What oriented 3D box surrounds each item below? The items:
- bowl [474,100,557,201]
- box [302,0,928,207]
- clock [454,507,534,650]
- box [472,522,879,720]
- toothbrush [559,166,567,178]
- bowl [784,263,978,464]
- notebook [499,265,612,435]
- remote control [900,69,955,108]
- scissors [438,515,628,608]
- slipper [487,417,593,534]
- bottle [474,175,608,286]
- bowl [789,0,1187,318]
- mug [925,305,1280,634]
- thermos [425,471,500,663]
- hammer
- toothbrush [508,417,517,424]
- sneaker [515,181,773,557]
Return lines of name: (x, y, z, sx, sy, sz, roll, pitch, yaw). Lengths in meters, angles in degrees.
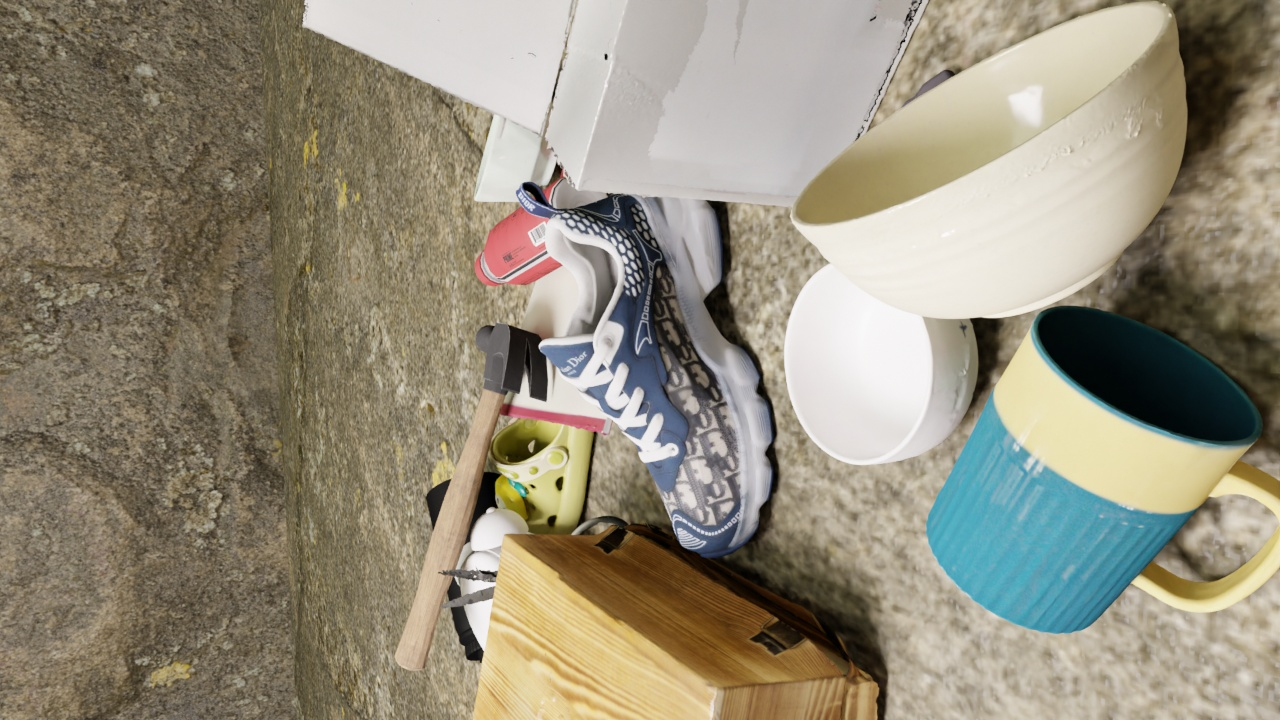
bowl: (-0.105, -0.193, 0.822, 0.117, 0.061, 0.117, -167, 91, -76)
box: (-0.095, -0.202, 0.447, 0.119, 0.478, 0.167, -88, 15, -53)
clock: (-0.101, 0.215, 0.824, 0.161, 0.072, 0.126, 54, 140, 18)
box: (0.011, 0.255, 0.610, 0.279, 0.167, 0.245, 14, 99, 59)
toothbrush: (-0.070, -0.169, 0.822, 0.016, 0.016, 0.190, 62, 143, 37)
bowl: (0.126, 0.000, 0.466, 0.105, 0.054, 0.105, 6, 97, 61)
notebook: (-0.059, -0.020, 0.772, 0.209, 0.012, 0.153, 4, 75, 59)
remote control: (0.157, -0.080, 0.444, 0.047, 0.009, 0.124, -45, 55, 53)
scissors: (-0.073, 0.186, 0.750, 0.154, 0.163, 0.012, 51, 170, -8)
slipper: (-0.094, 0.092, 0.836, 0.091, 0.081, 0.191, 44, 128, 46)
bottle: (-0.095, -0.105, 0.813, 0.177, 0.062, 0.062, -19, 76, 53)
bowl: (0.144, -0.066, 0.364, 0.075, 0.150, 0.151, 54, 154, -15)
mug: (0.183, 0.052, 0.357, 0.113, 0.083, 0.107, 32, 126, 22)
thermos: (-0.161, 0.225, 0.960, 0.086, 0.086, 0.198, -53, 49, 49)
hammer: (-0.153, 0.118, 0.797, 0.132, 0.040, 0.305, 11, 83, 63)
toothbrush: (-0.095, 0.028, 0.894, 0.185, 0.015, 0.015, -51, 44, 48)
sneaker: (-0.003, 0.004, 0.608, 0.103, 0.132, 0.269, -23, 78, 57)
